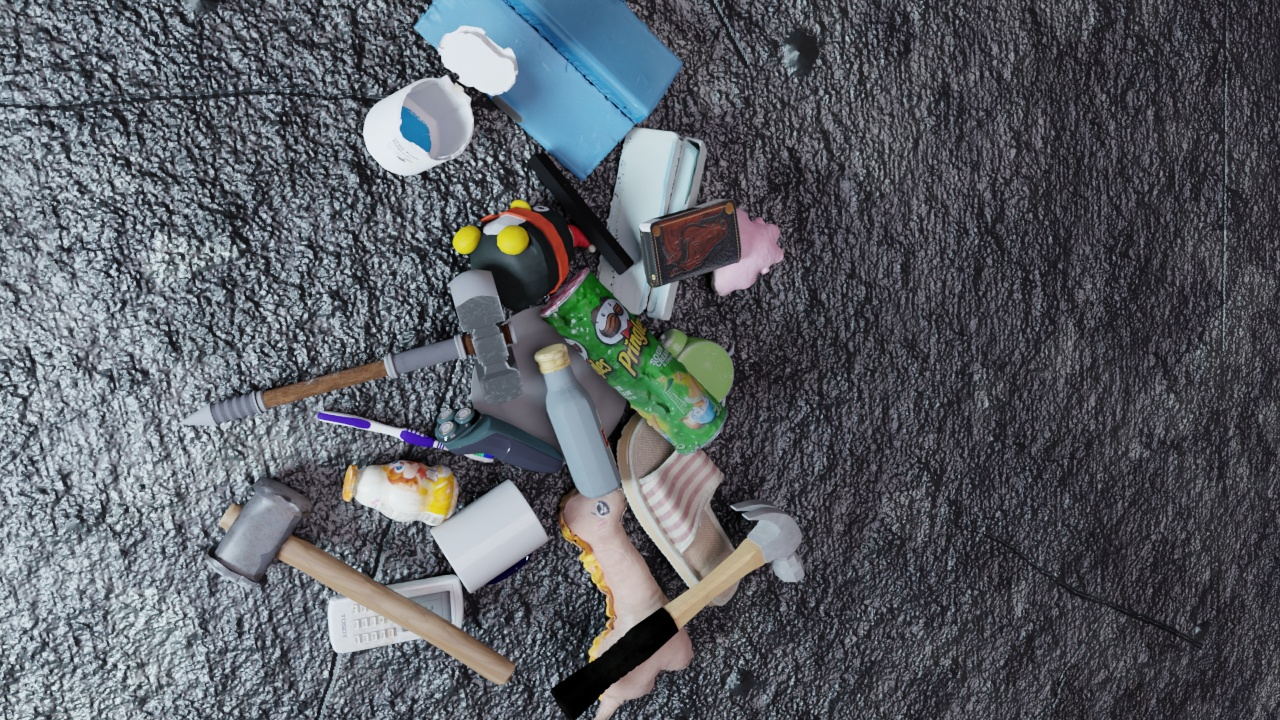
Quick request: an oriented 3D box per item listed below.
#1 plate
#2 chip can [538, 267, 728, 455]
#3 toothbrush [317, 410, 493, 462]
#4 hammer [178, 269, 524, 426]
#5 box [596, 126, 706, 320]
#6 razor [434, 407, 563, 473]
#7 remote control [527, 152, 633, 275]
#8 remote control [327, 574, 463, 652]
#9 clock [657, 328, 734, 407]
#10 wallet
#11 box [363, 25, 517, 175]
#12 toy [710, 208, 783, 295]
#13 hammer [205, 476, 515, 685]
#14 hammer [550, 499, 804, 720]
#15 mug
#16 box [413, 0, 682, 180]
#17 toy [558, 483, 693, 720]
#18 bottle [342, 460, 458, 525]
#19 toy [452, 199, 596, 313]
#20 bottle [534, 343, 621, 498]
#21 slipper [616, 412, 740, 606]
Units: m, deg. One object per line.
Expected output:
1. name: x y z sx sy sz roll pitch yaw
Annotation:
1. plate: -0.097 0.027 0.999 0.178 0.012 0.178 -4 100 -22
2. chip can: -0.004 0.005 0.969 0.223 0.075 0.075 45 80 -13
3. toothbrush: -0.238 0.078 0.947 0.186 0.015 0.016 18 90 -24
4. hammer: -0.279 0.015 0.886 0.322 0.043 0.156 -16 131 -8
5. box: 0.005 -0.148 0.996 0.096 0.085 0.199 12 93 6
6. razor: -0.145 0.088 0.959 0.142 0.047 0.052 25 116 -29
7. remote control: -0.061 -0.152 0.951 0.013 0.034 0.150 -37 96 20
8. remote control: -0.255 0.265 0.964 0.138 0.025 0.060 -5 101 -22
9. clock: 0.056 0.013 1.045 0.119 0.042 0.094 5 96 -23
10. wallet: 0.054 -0.124 0.966 0.122 0.019 0.072 -21 110 -35
11. box: -0.186 -0.235 0.843 0.084 0.160 0.118 42 71 -29
12. toy: 0.116 -0.130 1.042 0.093 0.050 0.102 -13 100 -17
13. hammer: -0.265 0.235 0.916 0.328 0.052 0.098 34 84 -15
14. hammer: 0.045 0.275 1.009 0.327 0.039 0.131 -34 125 -18
15. mug: -0.155 0.195 0.974 0.096 0.078 0.112 -33 137 -15
16. box: -0.083 -0.317 0.919 0.231 0.066 0.173 39 86 -21
17. toy: -0.038 0.273 1.037 0.195 0.065 0.264 -37 109 -19
18. bottle: -0.242 0.131 0.926 0.108 0.063 0.063 13 93 -25
19. toy: -0.113 -0.112 0.927 0.118 0.098 0.100 -49 132 -41
20. bottle: -0.069 0.062 0.968 0.046 0.072 0.161 -23 107 -13
21. slipper: 0.059 0.171 1.050 0.114 0.052 0.263 -49 120 -41
